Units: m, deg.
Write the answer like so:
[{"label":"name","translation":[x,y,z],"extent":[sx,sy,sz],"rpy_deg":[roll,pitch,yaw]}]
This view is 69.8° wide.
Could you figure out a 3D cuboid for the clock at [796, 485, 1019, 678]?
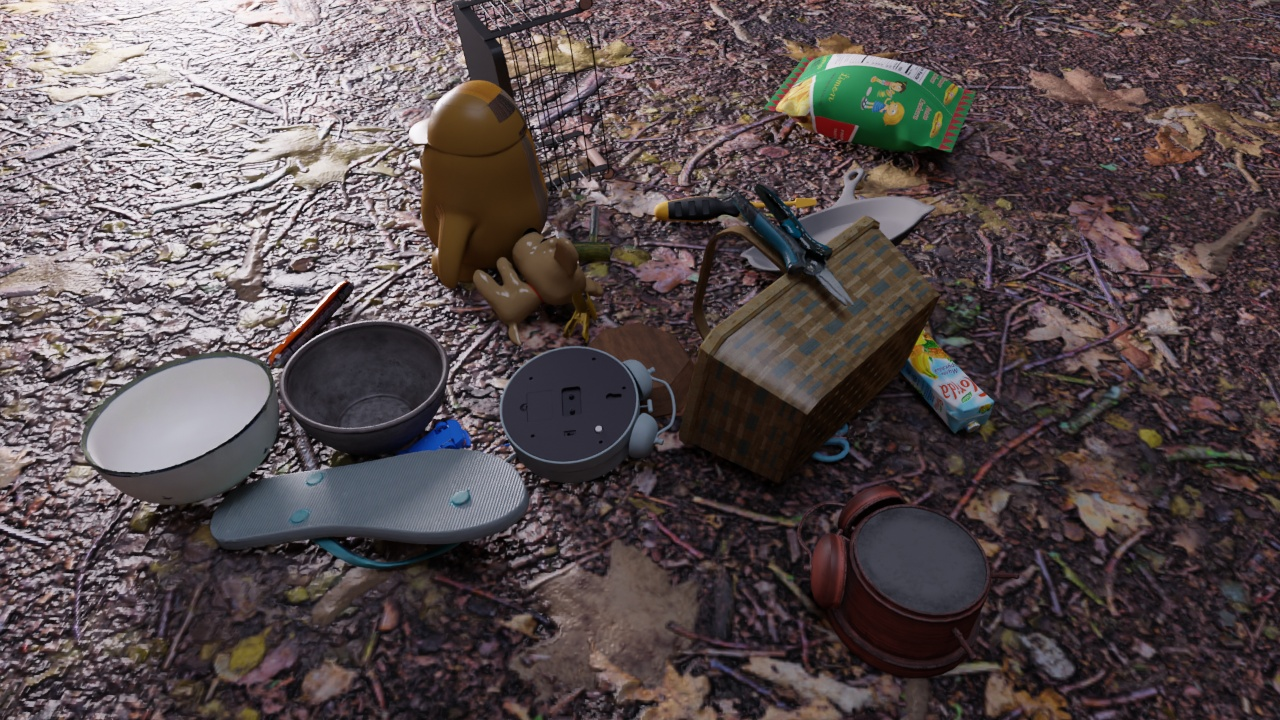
[{"label":"clock","translation":[0.193,0.163,0.704],"extent":[0.158,0.072,0.120],"rpy_deg":[28,48,25]}]

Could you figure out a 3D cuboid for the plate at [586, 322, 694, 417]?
[{"label":"plate","translation":[-0.005,0.005,0.904],"extent":[0.131,0.025,0.131],"rpy_deg":[1,42,-1]}]

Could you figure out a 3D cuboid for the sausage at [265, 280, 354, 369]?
[{"label":"sausage","translation":[-0.336,-0.039,0.942],"extent":[0.020,0.020,0.154],"rpy_deg":[14,43,12]}]

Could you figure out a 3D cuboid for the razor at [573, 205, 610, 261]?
[{"label":"razor","translation":[-0.055,-0.152,1.080],"extent":[0.042,0.026,0.105],"rpy_deg":[0,38,0]}]

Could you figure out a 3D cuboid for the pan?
[{"label":"pan","translation":[0.235,-0.162,1.068],"extent":[0.217,0.024,0.353],"rpy_deg":[-11,24,25]}]

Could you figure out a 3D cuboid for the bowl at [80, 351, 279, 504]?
[{"label":"bowl","translation":[-0.377,0.065,0.777],"extent":[0.153,0.073,0.153],"rpy_deg":[-5,39,4]}]

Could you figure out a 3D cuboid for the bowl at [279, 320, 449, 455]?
[{"label":"bowl","translation":[-0.243,0.034,0.829],"extent":[0.145,0.067,0.144],"rpy_deg":[1,42,-1]}]

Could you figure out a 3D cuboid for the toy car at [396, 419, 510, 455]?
[{"label":"toy car","translation":[-0.169,0.088,0.817],"extent":[0.092,0.062,0.033],"rpy_deg":[-36,46,3]}]

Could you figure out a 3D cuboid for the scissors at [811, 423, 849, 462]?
[{"label":"scissors","translation":[0.126,0.075,0.848],"extent":[0.138,0.015,0.063],"rpy_deg":[-6,44,0]}]

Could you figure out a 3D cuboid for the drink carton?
[{"label":"drink carton","translation":[0.289,0.017,0.895],"extent":[0.044,0.039,0.128],"rpy_deg":[-14,45,-17]}]

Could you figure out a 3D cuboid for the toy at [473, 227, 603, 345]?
[{"label":"toy","translation":[-0.109,-0.083,0.954],"extent":[0.108,0.134,0.105],"rpy_deg":[-32,71,1]}]

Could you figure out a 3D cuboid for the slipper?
[{"label":"slipper","translation":[-0.216,0.124,0.755],"extent":[0.269,0.055,0.098],"rpy_deg":[-4,39,10]}]

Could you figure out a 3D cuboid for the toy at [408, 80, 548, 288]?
[{"label":"toy","translation":[-0.178,-0.198,0.986],"extent":[0.162,0.204,0.198],"rpy_deg":[13,43,12]}]

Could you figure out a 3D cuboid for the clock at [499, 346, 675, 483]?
[{"label":"clock","translation":[-0.048,0.047,0.820],"extent":[0.159,0.045,0.122],"rpy_deg":[-6,54,0]}]

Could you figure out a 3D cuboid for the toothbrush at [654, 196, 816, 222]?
[{"label":"toothbrush","translation":[0.115,-0.186,1.111],"extent":[0.197,0.031,0.031],"rpy_deg":[-3,0,0]}]

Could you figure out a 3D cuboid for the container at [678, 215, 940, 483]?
[{"label":"container","translation":[0.127,-0.029,0.844],"extent":[0.186,0.158,0.249],"rpy_deg":[39,56,23]}]

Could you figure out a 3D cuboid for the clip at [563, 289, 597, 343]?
[{"label":"clip","translation":[-0.067,-0.044,0.948],"extent":[0.039,0.053,0.047],"rpy_deg":[15,74,11]}]

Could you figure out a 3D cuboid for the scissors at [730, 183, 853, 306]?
[{"label":"scissors","translation":[0.137,-0.105,0.794],"extent":[0.129,0.019,0.137],"rpy_deg":[14,54,-1]}]

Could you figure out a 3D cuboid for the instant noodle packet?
[{"label":"instant noodle packet","translation":[0.322,-0.361,1.274],"extent":[0.253,0.090,0.195],"rpy_deg":[18,44,17]}]

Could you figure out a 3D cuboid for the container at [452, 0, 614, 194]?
[{"label":"container","translation":[-0.124,-0.331,1.120],"extent":[0.130,0.242,0.162],"rpy_deg":[-21,47,-14]}]
